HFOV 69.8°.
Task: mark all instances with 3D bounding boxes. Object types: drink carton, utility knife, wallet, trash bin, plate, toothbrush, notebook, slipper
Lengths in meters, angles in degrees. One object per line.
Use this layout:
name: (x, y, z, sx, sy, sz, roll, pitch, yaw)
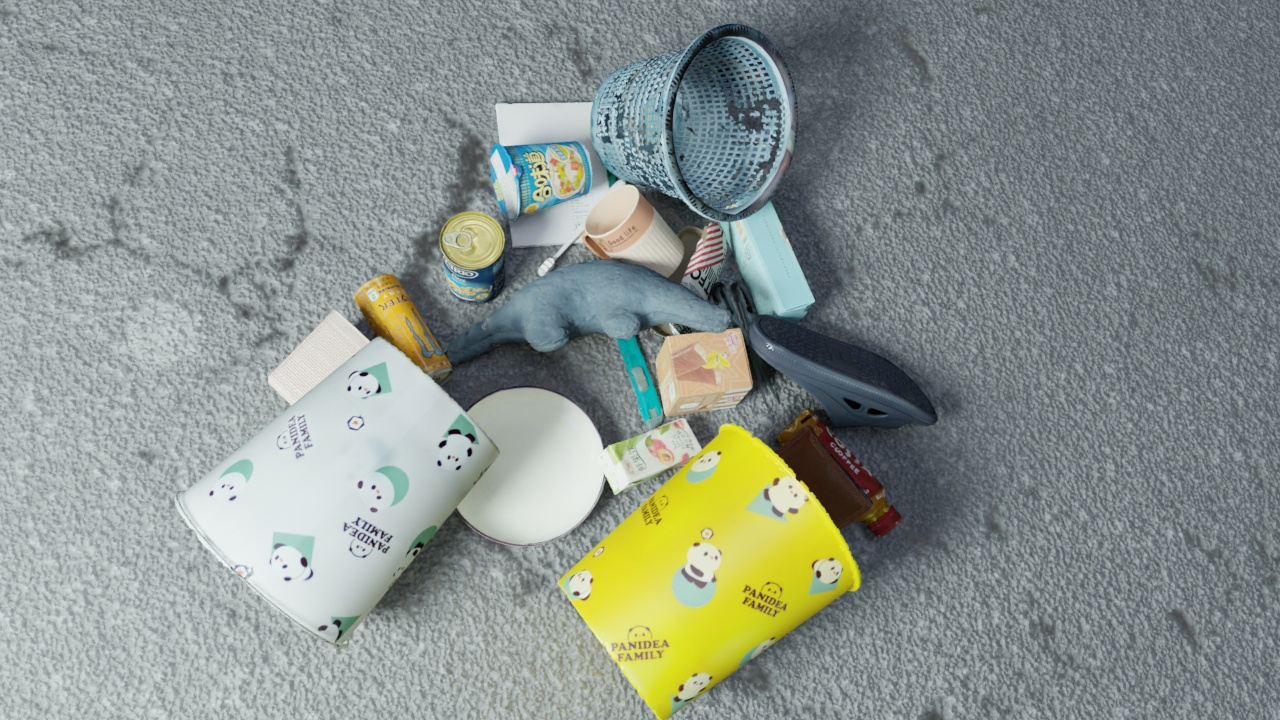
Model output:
drink carton: (0.010, 0.114, 1.092, 0.122, 0.046, 0.053, -17, 73, -38)
utility knife: (-0.007, 0.007, 1.159, 0.029, 0.013, 0.174, -17, 76, -14)
wallet: (0.204, 0.154, 1.102, 0.101, 0.032, 0.124, -41, 84, 23)
trash bin: (0.051, -0.295, 1.147, 0.226, 0.195, 0.227, -13, 110, -38)
trash bin: (-0.299, 0.125, 0.957, 0.229, 0.230, 0.251, 42, 76, 6)
trash bin: (0.066, 0.234, 0.995, 0.255, 0.230, 0.229, -36, 81, -12)
plate: (-0.137, 0.126, 1.090, 0.192, 0.039, 0.192, 2, 72, -7)
toothbrush: (-0.074, -0.176, 1.196, 0.016, 0.016, 0.179, 41, 70, -4)
notebook: (-0.109, -0.252, 1.228, 0.150, 0.012, 0.209, -5, 74, -11)
slipper: (0.243, 0.028, 1.154, 0.268, 0.083, 0.110, 23, 30, -12)

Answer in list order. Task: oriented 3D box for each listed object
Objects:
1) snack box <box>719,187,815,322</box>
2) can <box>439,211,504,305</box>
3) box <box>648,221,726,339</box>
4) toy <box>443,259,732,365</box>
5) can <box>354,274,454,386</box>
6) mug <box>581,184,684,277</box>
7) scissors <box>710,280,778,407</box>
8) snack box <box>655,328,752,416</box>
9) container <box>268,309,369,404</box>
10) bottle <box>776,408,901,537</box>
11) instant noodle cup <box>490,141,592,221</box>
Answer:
snack box: (0.163, -0.131, 1.195, 0.051, 0.074, 0.174, -18, 76, -12)
can: (-0.203, -0.122, 1.122, 0.075, 0.111, 0.075, 2, 70, -7)
box: (0.055, -0.103, 1.186, 0.086, 0.076, 0.163, 7, 67, 35)
toy: (-0.068, -0.061, 1.114, 0.357, 0.091, 0.137, -9, 48, 10)
can: (-0.286, -0.032, 1.109, 0.058, 0.058, 0.146, -31, 79, -16)
mug: (-0.017, -0.153, 1.161, 0.106, 0.115, 0.081, 43, 52, -37)
scissors: (0.133, -0.027, 1.169, 0.162, 0.014, 0.164, 40, 43, -32)
snack box: (0.076, 0.015, 1.126, 0.094, 0.093, 0.077, -7, 73, -10)
container: (-0.360, 0.017, 1.069, 0.090, 0.090, 0.110, 42, 75, 6)
bottle: (0.246, 0.140, 1.129, 0.057, 0.057, 0.175, -40, 82, -18)
instant noodle cup: (-0.123, -0.235, 1.170, 0.109, 0.099, 0.099, -16, 75, -23)
